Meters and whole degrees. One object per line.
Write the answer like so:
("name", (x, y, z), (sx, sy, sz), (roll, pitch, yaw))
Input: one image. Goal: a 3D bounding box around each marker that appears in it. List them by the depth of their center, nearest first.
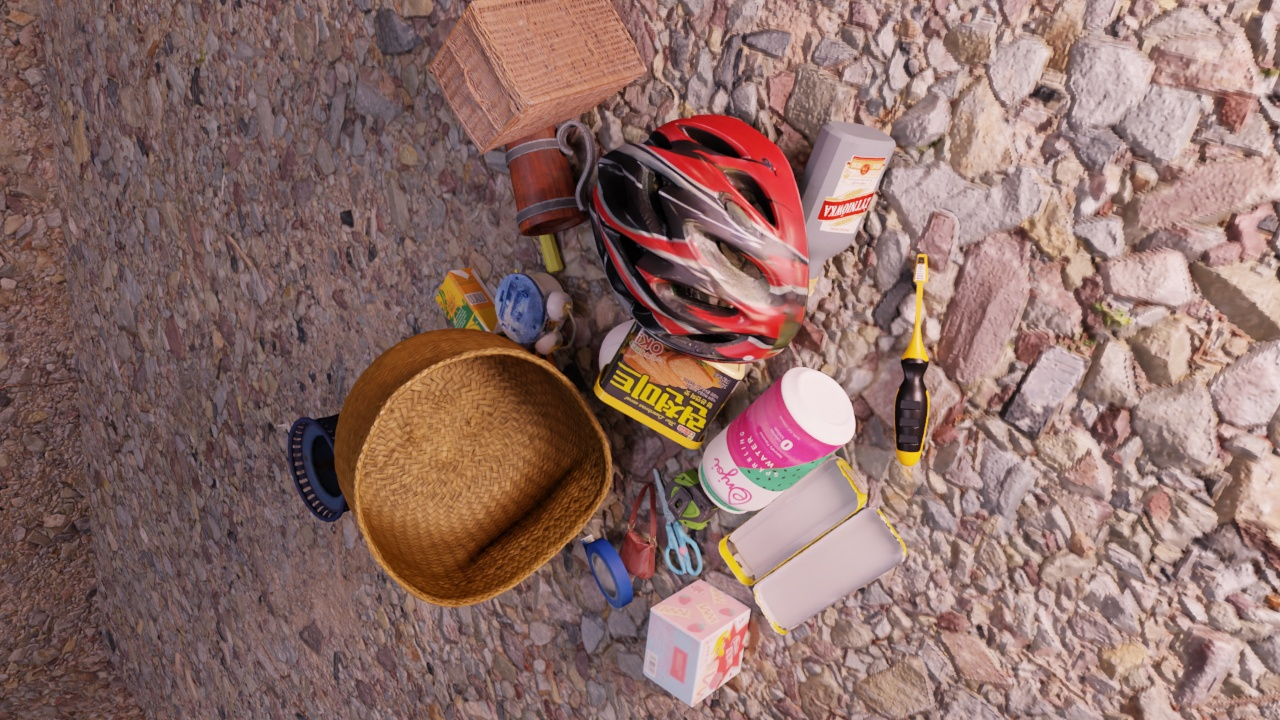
("marker", (-0.123, -0.170, 1.144), (0.021, 0.017, 0.124), (-16, 89, 44))

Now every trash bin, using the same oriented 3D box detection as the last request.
("trash bin", (-0.335, 0.116, 1.265), (0.139, 0.248, 0.139), (14, 111, 40))

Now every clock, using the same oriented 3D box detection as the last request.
("clock", (-0.126, -0.059, 1.140), (0.125, 0.051, 0.089), (38, 123, 28))

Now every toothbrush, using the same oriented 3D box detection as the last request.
("toothbrush", (0.250, 0.002, 0.836), (0.031, 0.030, 0.197), (5, 102, 21))

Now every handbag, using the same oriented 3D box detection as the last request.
("handbag", (0.002, 0.206, 1.134), (0.055, 0.029, 0.120), (24, 112, 43))

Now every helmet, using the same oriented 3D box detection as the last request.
("helmet", (0.054, -0.111, 0.864), (0.272, 0.166, 0.218), (55, 142, 41))

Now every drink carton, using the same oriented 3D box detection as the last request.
("drink carton", (-0.229, -0.067, 1.258), (0.122, 0.041, 0.058), (53, 131, 18))

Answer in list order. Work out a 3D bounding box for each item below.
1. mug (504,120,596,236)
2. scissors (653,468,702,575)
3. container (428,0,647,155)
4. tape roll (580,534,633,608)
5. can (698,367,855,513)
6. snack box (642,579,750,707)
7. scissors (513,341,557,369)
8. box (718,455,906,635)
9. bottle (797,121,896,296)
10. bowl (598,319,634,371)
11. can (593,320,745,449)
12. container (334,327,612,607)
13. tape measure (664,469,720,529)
("mug", (-0.100, -0.216, 1.076), (0.118, 0.081, 0.111), (-16, 87, 27))
("scissors", (0.038, 0.194, 1.106), (0.057, 0.015, 0.136), (-22, 81, 43))
("container", (-0.108, -0.309, 0.965), (0.113, 0.197, 0.114), (-26, 95, 49))
("tape roll", (-0.040, 0.271, 1.169), (0.093, 0.016, 0.091), (1, 112, 66))
("can", (0.134, 0.084, 0.925), (0.088, 0.088, 0.166), (56, 132, 16))
("snack box", (0.065, 0.323, 1.057), (0.079, 0.094, 0.093), (23, 116, 37))
("scissors", (-0.128, -0.039, 1.191), (0.129, 0.011, 0.125), (-28, 83, 42))
("box", (0.176, 0.200, 0.969), (0.127, 0.023, 0.210), (53, 131, 13))
("bottle", (0.170, -0.134, 0.840), (0.046, 0.072, 0.162), (51, 133, 43))
("bowl", (-0.006, 0.006, 1.061), (0.105, 0.054, 0.105), (15, 113, 39))
("can", (0.033, 0.014, 0.974), (0.131, 0.072, 0.101), (29, 116, -5))
("container", (-0.214, 0.109, 1.102), (0.197, 0.306, 0.307), (33, 125, 56))
("tape measure", (0.057, 0.162, 1.058), (0.065, 0.035, 0.059), (42, 128, 27))
